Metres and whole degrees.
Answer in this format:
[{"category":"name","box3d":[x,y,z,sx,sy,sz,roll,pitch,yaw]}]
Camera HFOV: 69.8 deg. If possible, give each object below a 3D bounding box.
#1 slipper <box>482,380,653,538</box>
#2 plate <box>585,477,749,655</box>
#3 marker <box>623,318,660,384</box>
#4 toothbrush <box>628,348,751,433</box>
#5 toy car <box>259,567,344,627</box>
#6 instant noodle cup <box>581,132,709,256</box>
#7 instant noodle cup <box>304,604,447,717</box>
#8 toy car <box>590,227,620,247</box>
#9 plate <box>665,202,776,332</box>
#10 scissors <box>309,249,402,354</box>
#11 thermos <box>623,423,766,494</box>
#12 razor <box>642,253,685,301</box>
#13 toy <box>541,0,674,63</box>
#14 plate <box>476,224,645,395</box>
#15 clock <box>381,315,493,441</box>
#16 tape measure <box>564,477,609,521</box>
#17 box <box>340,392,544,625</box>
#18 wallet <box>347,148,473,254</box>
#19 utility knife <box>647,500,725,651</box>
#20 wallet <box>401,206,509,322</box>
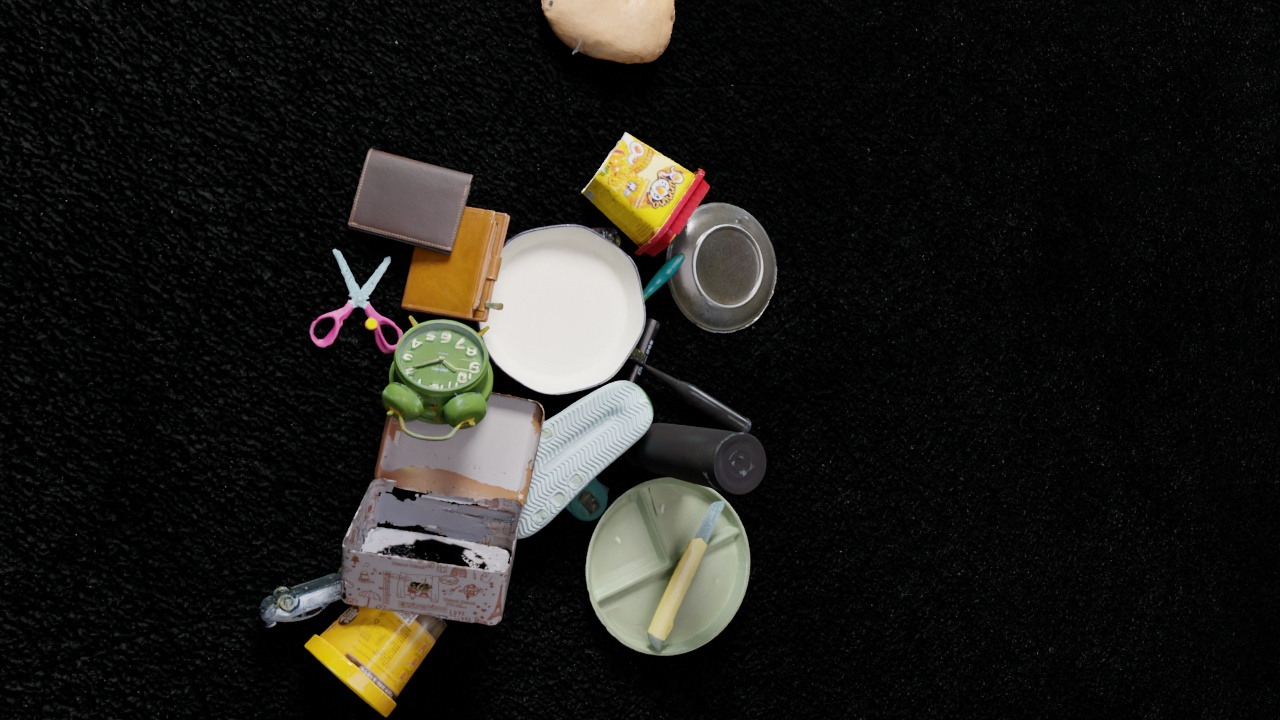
[{"category":"slipper","box3d":[-0.092,0.114,1.122,0.245,0.074,0.104,-38,92,-4]},{"category":"plate","box3d":[0.036,0.267,1.201,0.230,0.027,0.230,1,86,-19]},{"category":"marker","box3d":[-0.007,0.007,1.197,0.022,0.020,0.132,21,81,5]},{"category":"toothbrush","box3d":[0.066,0.042,1.219,0.212,0.026,0.027,33,70,-27]},{"category":"toy car","box3d":[-0.356,0.258,1.009,0.120,0.054,0.037,-19,95,-26]},{"category":"instant noodle cup","box3d":[0.002,-0.211,1.155,0.123,0.116,0.116,36,75,-10]},{"category":"instant noodle cup","box3d":[-0.286,0.309,1.013,0.118,0.119,0.114,49,63,-18]},{"category":"toy car","box3d":[-0.049,-0.116,1.167,0.049,0.031,0.106,-8,94,-22]},{"category":"plate","box3d":[0.116,-0.127,1.253,0.179,0.024,0.179,0,90,-26]},{"category":"scissors","box3d":[-0.326,-0.062,1.044,0.131,0.017,0.133,-27,98,-21]},{"category":"thermos","box3d":[0.064,0.117,1.107,0.090,0.243,0.068,36,76,-21]},{"category":"razor","box3d":[0.014,-0.091,1.200,0.043,0.028,0.132,43,77,-13]},{"category":"toy","box3d":[-0.061,-0.449,1.138,0.225,0.083,0.143,14,80,-22]},{"category":"plate","box3d":[-0.098,-0.062,1.117,0.204,0.045,0.205,-1,93,-12]},{"category":"clock","box3d":[-0.224,0.023,1.021,0.116,0.056,0.161,6,52,-7]},{"category":"tape measure","box3d":[-0.068,0.175,1.165,0.054,0.025,0.058,47,72,-18]},{"category":"box","box3d":[-0.216,0.156,1.028,0.179,0.133,0.270,11,56,-4]},{"category":"wallet","box3d":[-0.262,-0.181,1.046,0.122,0.020,0.096,14,85,-3]},{"category":"utility knife","box3d":[0.060,0.274,1.184,0.031,0.021,0.208,30,84,-17]},{"category":"wallet","box3d":[-0.209,-0.114,1.061,0.119,0.035,0.130,11,84,9]}]
